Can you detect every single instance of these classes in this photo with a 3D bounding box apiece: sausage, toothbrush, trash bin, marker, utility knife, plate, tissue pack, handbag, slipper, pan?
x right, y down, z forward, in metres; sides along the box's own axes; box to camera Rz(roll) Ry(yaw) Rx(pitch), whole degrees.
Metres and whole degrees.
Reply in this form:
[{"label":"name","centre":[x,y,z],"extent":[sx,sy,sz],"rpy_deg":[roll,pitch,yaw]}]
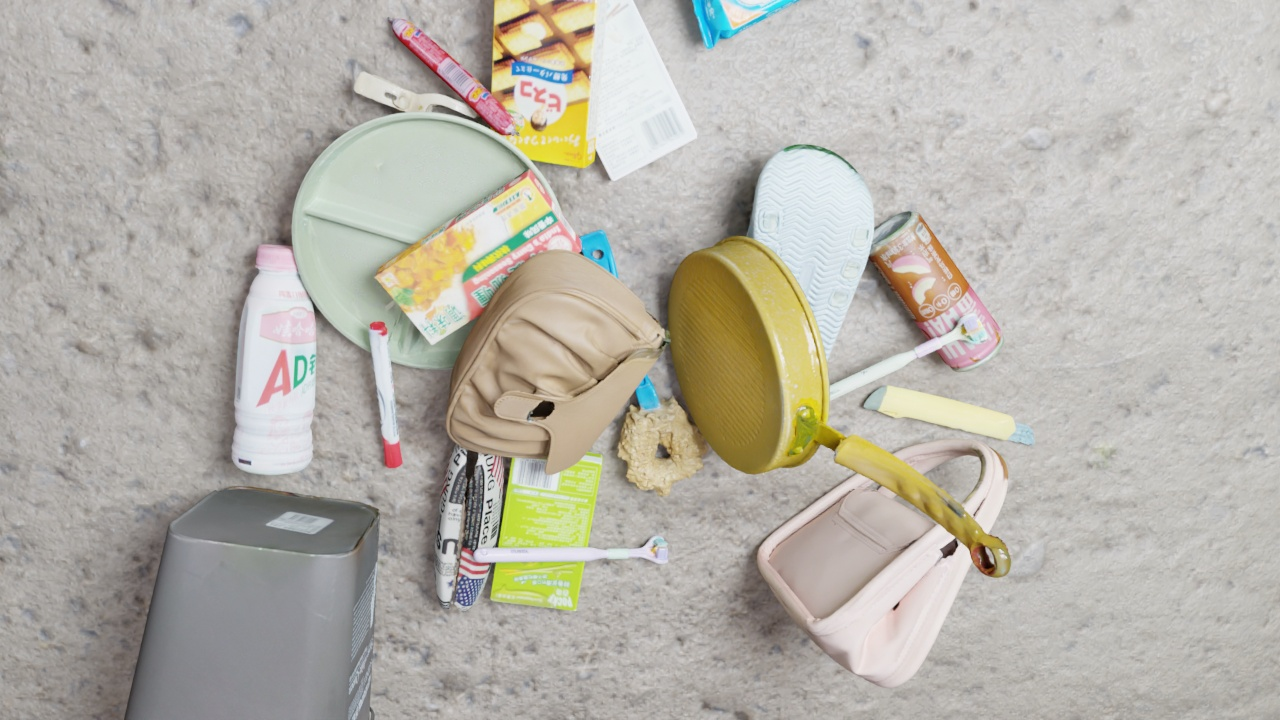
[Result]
[{"label":"sausage","centre":[-0.154,-0.235,0.756],"extent":[0.156,0.020,0.020],"rpy_deg":[44,98,9]},{"label":"toothbrush","centre":[0.216,0.009,0.828],"extent":[0.190,0.020,0.029],"rpy_deg":[-27,102,26]},{"label":"trash bin","centre":[-0.327,0.242,0.807],"extent":[0.198,0.199,0.220],"rpy_deg":[10,96,-7]},{"label":"marker","centre":[-0.229,0.033,0.825],"extent":[0.017,0.017,0.145],"rpy_deg":[0,118,-3]},{"label":"utility knife","centre":[0.299,0.054,0.874],"extent":[0.176,0.019,0.031],"rpy_deg":[15,107,-3]},{"label":"plate","centre":[-0.178,-0.099,0.786],"extent":[0.230,0.027,0.230],"rpy_deg":[-2,117,-4]},{"label":"toothbrush","centre":[-0.062,0.179,0.854],"extent":[0.189,0.029,0.021],"rpy_deg":[3,142,-23]},{"label":"tissue pack","centre":[0.099,-0.326,0.747],"extent":[0.140,0.063,0.090],"rpy_deg":[-26,104,3]},{"label":"handbag","centre":[-0.077,0.013,0.776],"extent":[0.147,0.099,0.205],"rpy_deg":[20,129,-20]},{"label":"slipper","centre":[0.135,-0.071,0.811],"extent":[0.104,0.074,0.246],"rpy_deg":[5,119,-5]},{"label":"pan","centre":[0.133,0.041,0.710],"extent":[0.078,0.357,0.198],"rpy_deg":[-16,134,-21]},{"label":"handbag","centre":[0.226,0.156,0.818],"extent":[0.093,0.193,0.234],"rpy_deg":[44,88,-14]}]

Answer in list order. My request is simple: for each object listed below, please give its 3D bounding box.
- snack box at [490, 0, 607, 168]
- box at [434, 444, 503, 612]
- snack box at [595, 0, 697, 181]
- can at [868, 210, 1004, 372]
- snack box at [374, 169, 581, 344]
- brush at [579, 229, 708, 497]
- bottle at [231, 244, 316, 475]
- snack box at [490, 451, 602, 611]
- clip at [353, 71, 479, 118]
[{"label":"snack box","centre":[-0.077,-0.234,0.752],"extent":[0.087,0.033,0.141],"rpy_deg":[13,118,12]},{"label":"box","centre":[-0.151,0.156,0.851],"extent":[0.076,0.075,0.164],"rpy_deg":[9,101,-10]},{"label":"snack box","centre":[-0.023,-0.241,0.781],"extent":[0.085,0.027,0.157],"rpy_deg":[-27,103,5]},{"label":"can","centre":[0.263,-0.061,0.824],"extent":[0.058,0.058,0.147],"rpy_deg":[-38,103,6]},{"label":"snack box","centre":[-0.135,-0.085,0.765],"extent":[0.156,0.027,0.077],"rpy_deg":[-31,116,11]},{"label":"brush","centre":[-0.005,0.005,0.840],"extent":[0.083,0.045,0.255],"rpy_deg":[-17,100,5]},{"label":"bottle","centre":[-0.319,-0.002,0.805],"extent":[0.068,0.068,0.197],"rpy_deg":[6,101,-5]},{"label":"snack box","centre":[-0.090,0.159,0.875],"extent":[0.086,0.026,0.156],"rpy_deg":[8,103,-5]},{"label":"clip","centre":[-0.187,-0.216,0.782],"extent":[0.103,0.076,0.034],"rpy_deg":[22,103,2]}]
